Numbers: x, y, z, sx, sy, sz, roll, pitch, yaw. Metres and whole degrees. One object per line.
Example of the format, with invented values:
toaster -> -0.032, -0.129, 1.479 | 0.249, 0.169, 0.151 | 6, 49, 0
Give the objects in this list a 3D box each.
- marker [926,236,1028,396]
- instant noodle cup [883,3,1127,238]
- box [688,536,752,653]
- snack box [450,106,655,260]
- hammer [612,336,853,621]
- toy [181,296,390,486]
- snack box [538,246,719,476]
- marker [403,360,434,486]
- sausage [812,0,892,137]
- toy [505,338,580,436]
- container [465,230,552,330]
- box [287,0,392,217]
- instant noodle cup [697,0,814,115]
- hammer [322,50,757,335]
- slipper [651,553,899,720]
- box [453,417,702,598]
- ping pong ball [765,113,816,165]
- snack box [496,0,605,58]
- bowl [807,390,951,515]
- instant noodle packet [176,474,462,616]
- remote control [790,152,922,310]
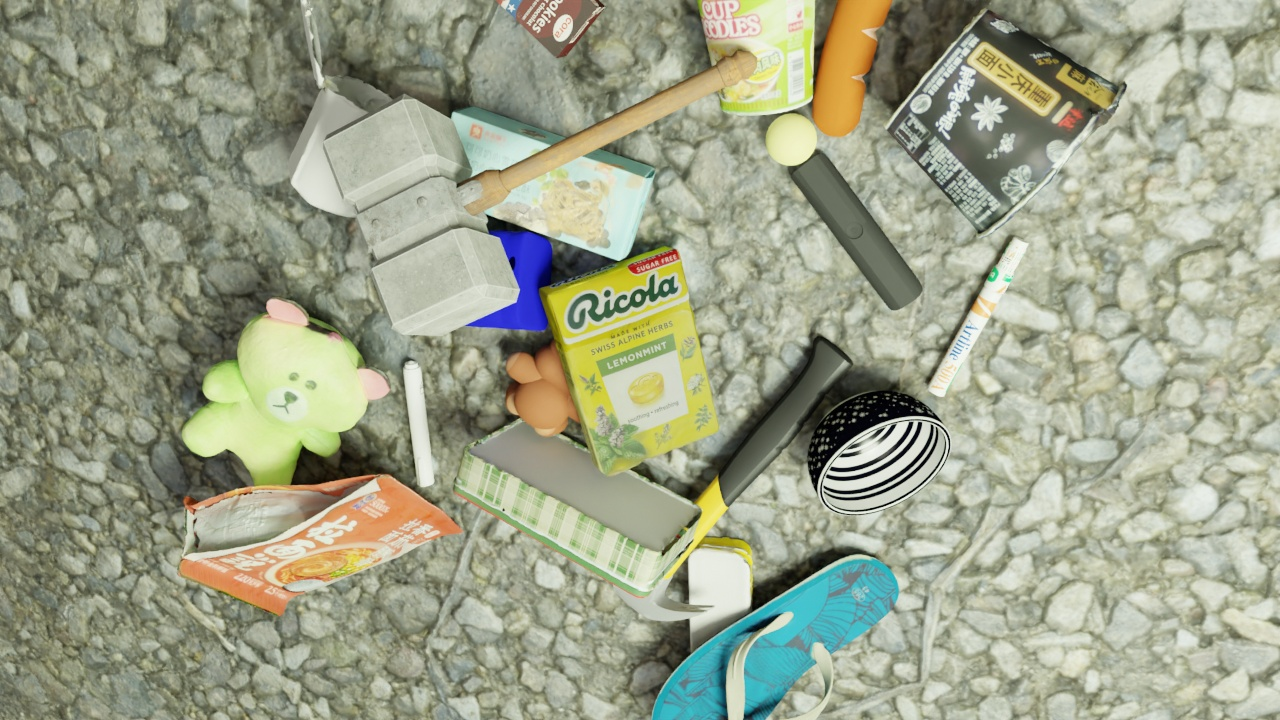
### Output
marker -> 0.280, -0.035, 0.763 | 0.017, 0.017, 0.146 | 23, 114, 2
instant noodle cup -> 0.250, -0.174, 0.656 | 0.112, 0.137, 0.137 | 41, 114, 3
box -> 0.082, 0.274, 0.917 | 0.064, 0.037, 0.210 | 2, 112, 13
snack box -> -0.081, -0.150, 0.773 | 0.175, 0.053, 0.075 | 20, 112, 3
hammer -> 0.081, 0.114, 0.842 | 0.127, 0.029, 0.324 | 45, 111, 20
toy -> -0.335, 0.030, 0.874 | 0.197, 0.107, 0.150 | -42, 117, 14
snack box -> -0.005, 0.004, 0.798 | 0.121, 0.045, 0.181 | -19, 110, -13
marker -> -0.219, 0.063, 0.904 | 0.017, 0.020, 0.134 | -1, 111, 2
sausage -> 0.165, -0.251, 0.688 | 0.044, 0.039, 0.164 | 17, 114, 5
toy -> -0.070, 0.008, 0.838 | 0.095, 0.065, 0.128 | 35, 104, -6
container -> -0.142, -0.070, 0.790 | 0.114, 0.084, 0.085 | 4, 91, 13
box -> -0.253, -0.205, 0.758 | 0.125, 0.084, 0.156 | 22, 117, -33
instant noodle cup -> 0.089, -0.244, 0.682 | 0.099, 0.098, 0.108 | -3, 118, 13
hammer -> -0.062, -0.152, 0.681 | 0.318, 0.082, 0.162 | -23, 86, 13
slipper -> 0.124, 0.295, 0.873 | 0.295, 0.060, 0.118 | -42, 106, 11
box -> -0.055, 0.125, 0.822 | 0.205, 0.117, 0.051 | 25, 111, 15
ping pong ball -> 0.119, -0.175, 0.727 | 0.040, 0.040, 0.040 | 4, 112, 10
snack box -> -0.099, -0.309, 0.724 | 0.141, 0.031, 0.051 | 43, 113, -7
bowl -> 0.195, 0.069, 0.788 | 0.120, 0.066, 0.120 | -10, 134, -11
instant noodle packet -> -0.308, 0.167, 0.908 | 0.221, 0.083, 0.164 | -18, 146, 8
remote control -> 0.179, -0.105, 0.756 | 0.033, 0.015, 0.147 | -35, 101, 22
